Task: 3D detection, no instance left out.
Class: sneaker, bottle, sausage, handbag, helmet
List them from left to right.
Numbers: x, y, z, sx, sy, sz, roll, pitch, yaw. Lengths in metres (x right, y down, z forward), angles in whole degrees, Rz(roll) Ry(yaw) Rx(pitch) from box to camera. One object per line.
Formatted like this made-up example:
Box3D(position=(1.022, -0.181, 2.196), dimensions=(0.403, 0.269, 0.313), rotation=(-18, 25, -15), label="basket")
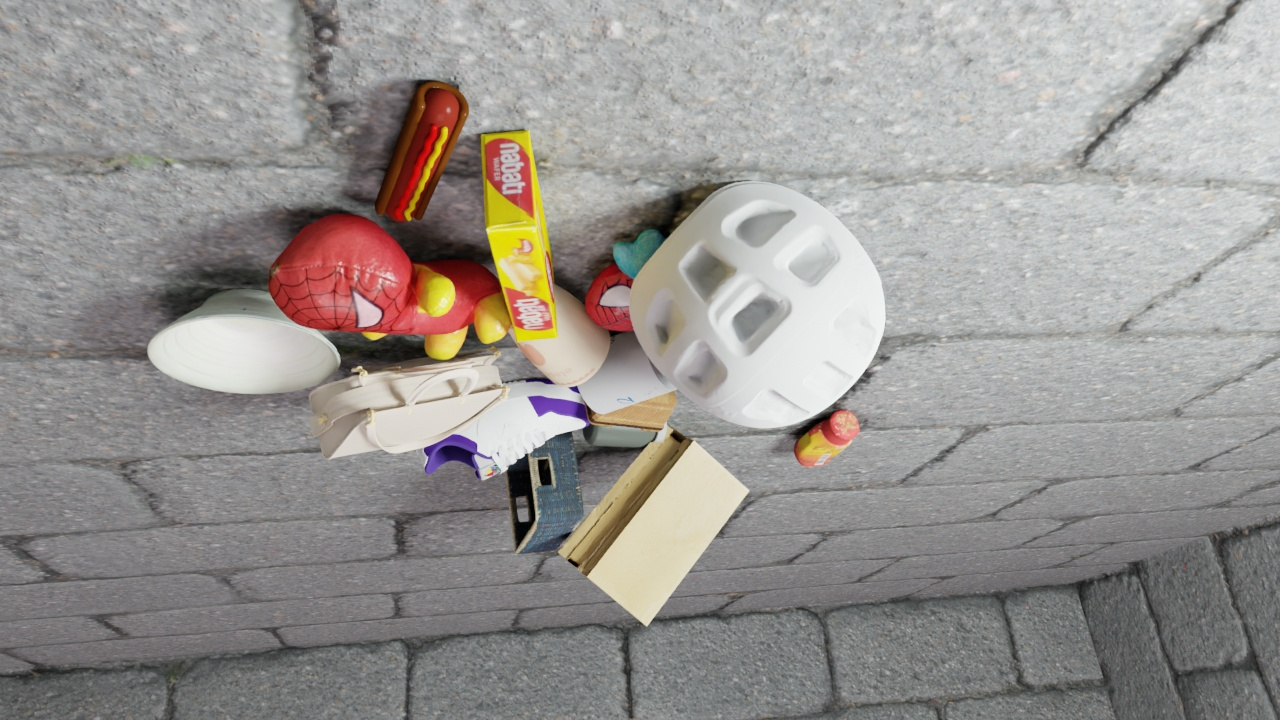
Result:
Box3D(position=(-0.173, -0.157, 0.715), dimensions=(0.040, 0.040, 0.156), rotation=(6, 153, -26), label="sausage")
Box3D(position=(-0.234, 0.034, 0.984), dimensions=(0.194, 0.101, 0.198), rotation=(-10, 170, -39), label="handbag")
Box3D(position=(-0.174, 0.095, 1.174), dimensions=(0.244, 0.111, 0.092), rotation=(-4, 155, -6), label="sneaker")
Box3D(position=(-0.022, 0.089, 1.264), dimensions=(0.108, 0.060, 0.060), rotation=(4, 153, -22), label="bottle")
Box3D(position=(0.128, -0.035, 0.889), dimensions=(0.224, 0.183, 0.282), rotation=(-39, 159, 10), label="helmet")
Box3D(position=(0.292, 0.122, 1.429), dimensions=(0.071, 0.048, 0.134), rotation=(1, 154, -17), label="bottle")

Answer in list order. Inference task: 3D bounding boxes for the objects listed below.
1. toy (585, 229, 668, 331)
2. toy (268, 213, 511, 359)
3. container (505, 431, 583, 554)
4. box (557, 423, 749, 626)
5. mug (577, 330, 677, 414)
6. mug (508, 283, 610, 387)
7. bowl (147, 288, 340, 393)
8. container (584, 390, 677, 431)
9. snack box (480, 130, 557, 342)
Box3D(position=(0.000, -0.077, 0.912), dimensions=(0.092, 0.062, 0.133), rotation=(0, 144, -31), label="toy")
Box3D(position=(-0.229, -0.064, 0.833), dimensions=(0.148, 0.098, 0.216), rotation=(-24, 152, 38), label="toy")
Box3D(position=(-0.144, 0.192, 1.354), dimensions=(0.071, 0.145, 0.188), rotation=(-2, 155, -19), label="container")
Box3D(position=(0.012, 0.231, 1.349), dimensions=(0.179, 0.248, 0.142), rotation=(29, 164, 41), label="box")
Box3D(position=(-0.006, 0.006, 1.079), dimensions=(0.097, 0.083, 0.119), rotation=(-20, 180, 26), label="mug")
Box3D(position=(-0.103, -0.036, 0.961), dimensions=(0.112, 0.085, 0.104), rotation=(12, 158, 35), label="mug")
Box3D(position=(-0.392, -0.026, 0.919), dimensions=(0.176, 0.057, 0.177), rotation=(-5, 156, -3), label="bowl")
Box3D(position=(-0.009, 0.047, 1.178), dimensions=(0.113, 0.063, 0.061), rotation=(9, 144, -30), label="container")
Box3D(position=(-0.102, -0.099, 0.795), dimensions=(0.042, 0.092, 0.201), rotation=(-6, 155, -3), label="snack box")
